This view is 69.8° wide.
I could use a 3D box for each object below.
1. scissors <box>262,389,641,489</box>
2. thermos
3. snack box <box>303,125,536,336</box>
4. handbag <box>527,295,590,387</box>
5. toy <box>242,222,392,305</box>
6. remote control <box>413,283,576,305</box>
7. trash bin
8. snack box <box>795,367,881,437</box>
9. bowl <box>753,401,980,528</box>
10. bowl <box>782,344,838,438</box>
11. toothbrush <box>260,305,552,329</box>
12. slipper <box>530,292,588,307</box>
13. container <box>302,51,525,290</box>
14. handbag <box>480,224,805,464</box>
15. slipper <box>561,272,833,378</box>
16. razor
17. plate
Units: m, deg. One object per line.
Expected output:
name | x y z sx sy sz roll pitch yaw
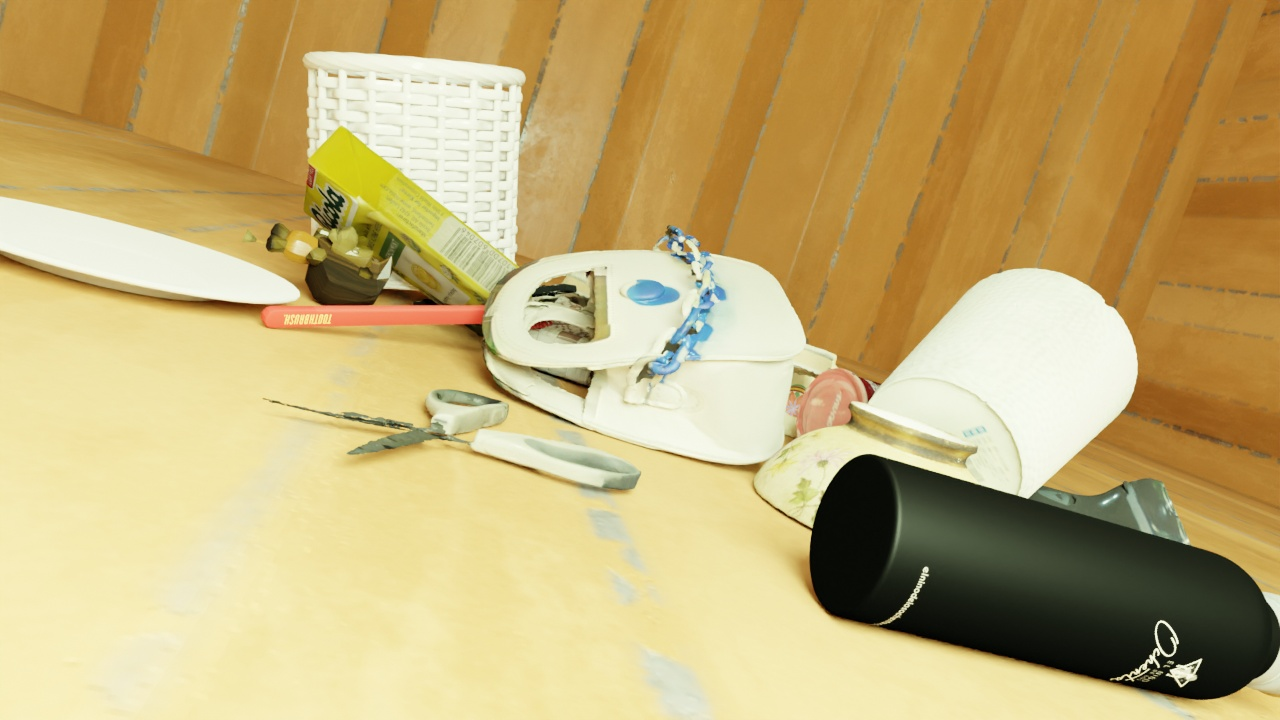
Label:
scissors | -0.076 0.031 0.406 0.171 0.012 0.157 17 4 -14
thermos | 0.184 0.095 0.366 0.231 0.061 0.061 16 7 -14
snack box | -0.169 -0.086 0.695 0.181 0.045 0.121 38 -19 -14
handbag | -0.004 0.004 0.709 0.186 0.047 0.124 19 14 11
toy | -0.230 -0.074 0.656 0.100 0.063 0.076 23 23 -23
remote control | -0.125 -0.054 0.787 0.140 0.009 0.030 -6 0 15
trash bin | 0.231 0.027 0.604 0.133 0.133 0.160 23 37 35
snack box | 0.186 0.054 0.691 0.121 0.072 0.072 15 7 -28
bowl | 0.140 0.064 0.508 0.145 0.063 0.145 17 6 -2
bowl | 0.140 0.023 0.815 0.118 0.074 0.118 18 6 -2
toothbrush | -0.137 -0.027 0.591 0.212 0.012 0.018 -4 34 -47
slipper | -0.072 -0.037 0.858 0.273 0.054 0.114 22 12 31
container | -0.203 -0.172 0.829 0.189 0.187 0.189 4 15 -1
handbag | -0.001 -0.024 0.592 0.199 0.093 0.200 7 25 -8
slipper | 0.043 -0.044 0.768 0.263 0.052 0.115 20 0 36
razor | 0.287 0.100 0.612 0.140 0.064 0.052 9 24 13
plate | -0.309 -0.061 0.538 0.208 0.015 0.208 18 6 -2
